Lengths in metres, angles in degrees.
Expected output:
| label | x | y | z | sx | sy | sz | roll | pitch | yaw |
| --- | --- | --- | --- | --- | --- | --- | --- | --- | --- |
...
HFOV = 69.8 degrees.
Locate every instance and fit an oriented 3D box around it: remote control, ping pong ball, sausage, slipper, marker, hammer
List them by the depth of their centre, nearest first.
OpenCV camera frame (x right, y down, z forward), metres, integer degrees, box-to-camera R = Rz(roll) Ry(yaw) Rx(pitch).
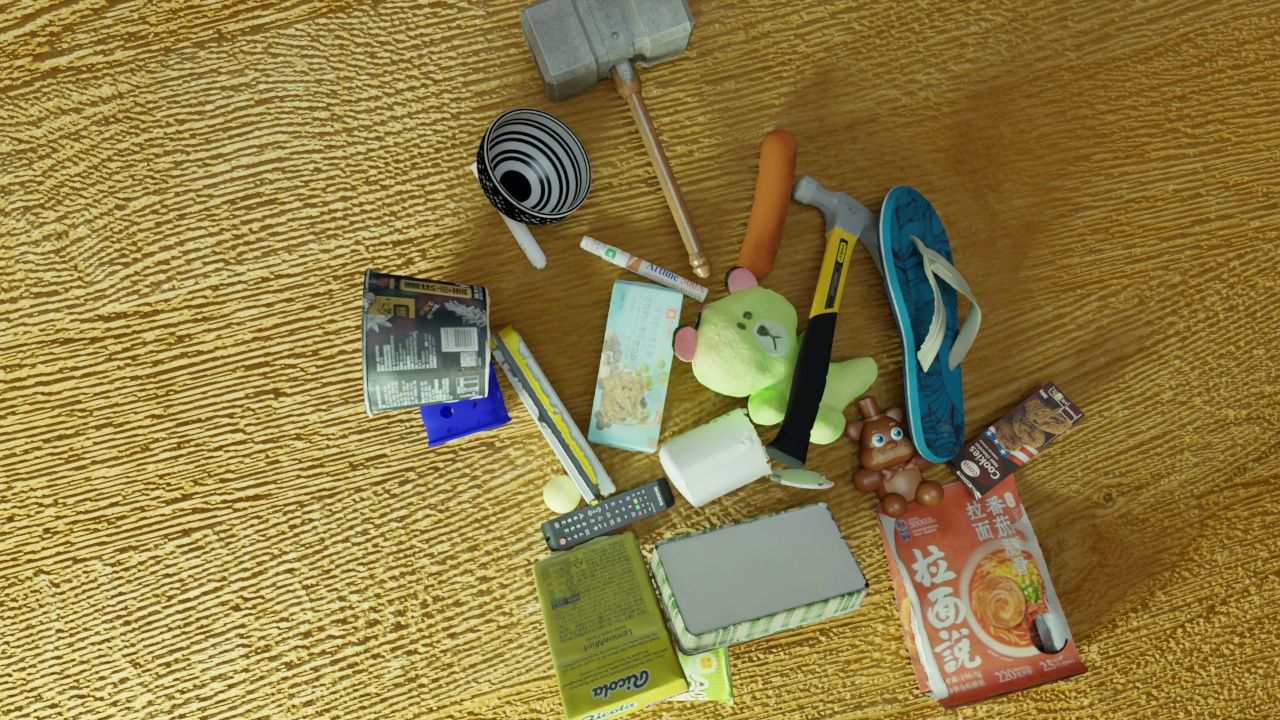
| label | x | y | z | sx | sy | sz | roll | pitch | yaw |
| --- | --- | --- | --- | --- | --- | --- | --- | --- | --- |
| hammer | 0.183 | -0.039 | 0.924 | 0.127 | 0.029 | 0.322 | 25 | 61 | -11 |
| hammer | 0.009 | -0.235 | 0.958 | 0.162 | 0.083 | 0.317 | -22 | 91 | -2 |
| slipper | 0.314 | -0.041 | 0.960 | 0.118 | 0.060 | 0.295 | -5 | 88 | -41 |
| ping pong ball | -0.083 | 0.142 | 0.978 | 0.040 | 0.040 | 0.040 | 0 | 90 | -3 |
| sausage | 0.138 | -0.167 | 0.984 | 0.039 | 0.044 | 0.164 | 12 | 90 | -28 |
| marker | -0.140 | -0.156 | 0.984 | 0.017 | 0.020 | 0.133 | -33 | 92 | -12 |
| remote control | -0.035 | 0.165 | 0.988 | 0.146 | 0.015 | 0.033 | -20 | 90 | -6 |
| marker | 0.004 | -0.100 | 0.992 | 0.145 | 0.017 | 0.017 | 24 | 89 | -3 |

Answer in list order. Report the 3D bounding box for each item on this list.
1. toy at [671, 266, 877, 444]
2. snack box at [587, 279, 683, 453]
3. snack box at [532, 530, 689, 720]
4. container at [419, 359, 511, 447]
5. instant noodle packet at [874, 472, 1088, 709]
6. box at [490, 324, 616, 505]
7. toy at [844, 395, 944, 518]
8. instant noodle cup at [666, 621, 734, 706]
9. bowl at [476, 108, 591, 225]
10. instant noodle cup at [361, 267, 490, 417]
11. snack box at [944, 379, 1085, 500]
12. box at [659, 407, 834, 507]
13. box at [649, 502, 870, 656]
| label | x | y | z | sx | sy | sz | roll | pitch | yaw |
| --- | --- | --- | --- | --- | --- | --- | --- | --- | --- |
| toy | 0.135 | 0.003 | 0.956 | 0.197 | 0.107 | 0.149 | 36 | 62 | 4 |
| snack box | -0.006 | 0.006 | 0.975 | 0.075 | 0.053 | 0.174 | 10 | 91 | -3 |
| snack box | -0.035 | 0.270 | 0.936 | 0.121 | 0.045 | 0.180 | -20 | 50 | -3 |
| container | -0.191 | 0.022 | 0.951 | 0.084 | 0.085 | 0.113 | -17 | 90 | -3 |
| instant noodle packet | 0.360 | 0.244 | 0.999 | 0.164 | 0.084 | 0.220 | -13 | 79 | -2 |
| box | -0.094 | 0.058 | 0.965 | 0.037 | 0.064 | 0.210 | -33 | 92 | -2 |
| toy | 0.268 | 0.100 | 0.983 | 0.095 | 0.065 | 0.127 | -20 | 86 | -5 |
| instant noodle cup | 0.039 | 0.314 | 0.962 | 0.108 | 0.099 | 0.099 | -8 | 91 | 6 |
| bowl | -0.119 | -0.193 | 0.956 | 0.120 | 0.067 | 0.120 | 11 | 69 | -30 |
| instant noodle cup | -0.196 | -0.016 | 0.849 | 0.112 | 0.137 | 0.137 | 1 | 90 | -11 |
| snack box | 0.405 | 0.087 | 0.995 | 0.141 | 0.032 | 0.051 | -37 | 71 | -2 |
| box | 0.111 | 0.112 | 0.969 | 0.156 | 0.084 | 0.126 | -27 | 91 | 1 |
| box | 0.120 | 0.220 | 0.940 | 0.205 | 0.051 | 0.117 | -11 | 49 | -17 |
